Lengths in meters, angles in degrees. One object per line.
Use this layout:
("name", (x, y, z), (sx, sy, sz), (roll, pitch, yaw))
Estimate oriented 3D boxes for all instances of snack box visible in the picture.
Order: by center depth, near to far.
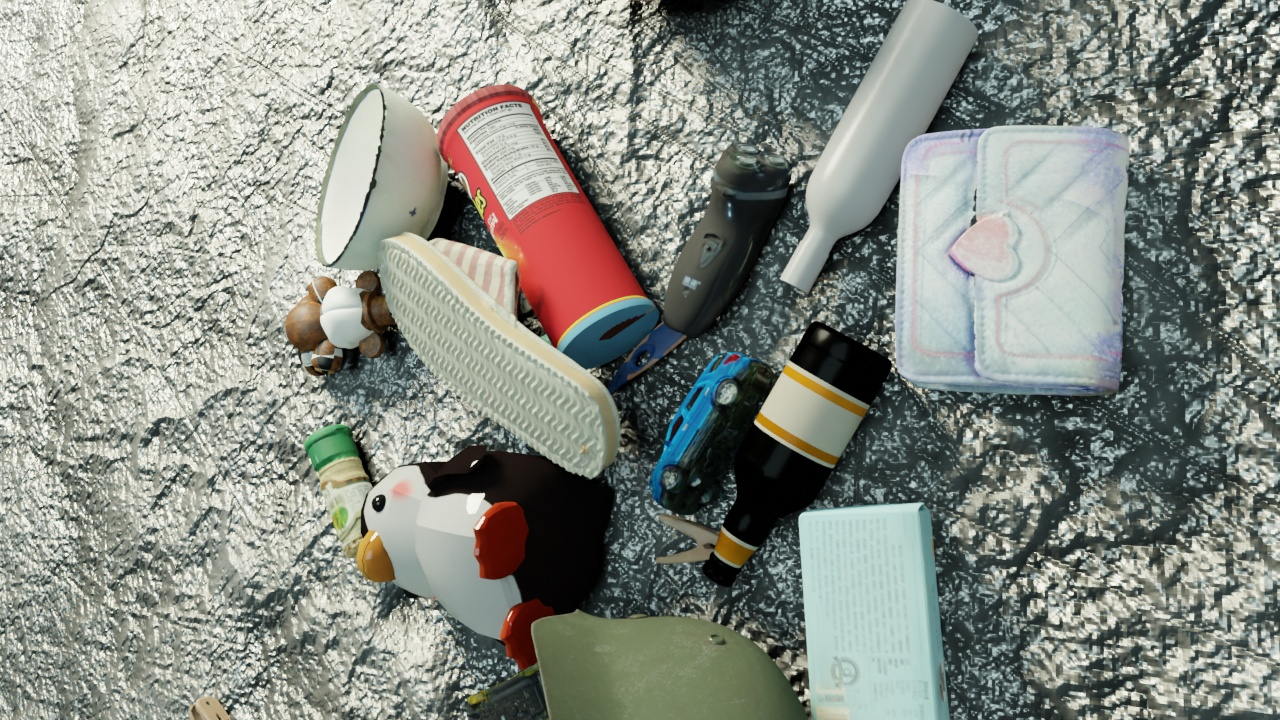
("snack box", (0.144, 0.177, 0.561), (0.075, 0.053, 0.174), (-7, 81, 26))

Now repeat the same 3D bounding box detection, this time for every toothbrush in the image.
("toothbrush", (-0.004, 0.004, 0.681), (0.135, 0.017, 0.021), (-42, 69, 15))

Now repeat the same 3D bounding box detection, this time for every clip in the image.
("clip", (0.039, 0.132, 0.639), (0.049, 0.026, 0.061), (44, 95, 15))
("clip", (-0.378, 0.327, 0.818), (0.050, 0.026, 0.061), (-11, 79, 23))

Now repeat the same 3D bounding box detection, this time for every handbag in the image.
("handbag", (0.221, -0.060, 0.550), (0.127, 0.069, 0.158), (2, 81, 25))

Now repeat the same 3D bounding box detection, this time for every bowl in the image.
("bowl", (-0.210, -0.143, 0.759), (0.154, 0.072, 0.153), (-24, 60, 50))

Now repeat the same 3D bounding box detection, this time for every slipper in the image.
("slipper", (-0.100, -0.015, 0.658), (0.263, 0.052, 0.115), (36, 136, 32))

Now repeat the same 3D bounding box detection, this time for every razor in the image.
("razor", (0.055, -0.083, 0.637), (0.053, 0.063, 0.140), (28, 94, 28))

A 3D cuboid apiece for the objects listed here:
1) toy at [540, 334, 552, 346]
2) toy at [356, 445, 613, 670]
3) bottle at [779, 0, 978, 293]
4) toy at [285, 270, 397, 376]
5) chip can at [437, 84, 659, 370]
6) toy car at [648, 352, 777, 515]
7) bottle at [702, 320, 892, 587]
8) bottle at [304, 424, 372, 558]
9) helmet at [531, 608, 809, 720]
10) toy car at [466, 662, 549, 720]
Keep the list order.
("toy", (-0.121, -0.011, 0.735), (0.105, 0.033, 0.085), (37, 88, 27))
("toy", (-0.125, 0.124, 0.681), (0.184, 0.139, 0.159), (3, 116, 36))
("bottle", (0.149, -0.135, 0.604), (0.052, 0.052, 0.195), (32, 97, 27))
("toy", (-0.255, -0.034, 0.792), (0.113, 0.067, 0.087), (-10, 78, 16))
("chip can", (-0.072, -0.102, 0.693), (0.087, 0.087, 0.213), (-37, 69, 17))
("toy car", (0.048, 0.050, 0.630), (0.043, 0.056, 0.120), (32, 93, 41))
("bottle", (0.093, 0.066, 0.599), (0.059, 0.059, 0.182), (32, 97, 27))
("bottle", (-0.248, 0.111, 0.775), (0.043, 0.043, 0.111), (-34, 70, 18))
("helmet", (0.026, 0.245, 0.532), (0.153, 0.268, 0.227), (-8, 103, -12))
("toy car", (-0.087, 0.256, 0.677), (0.107, 0.030, 0.049), (-34, 68, 26))
